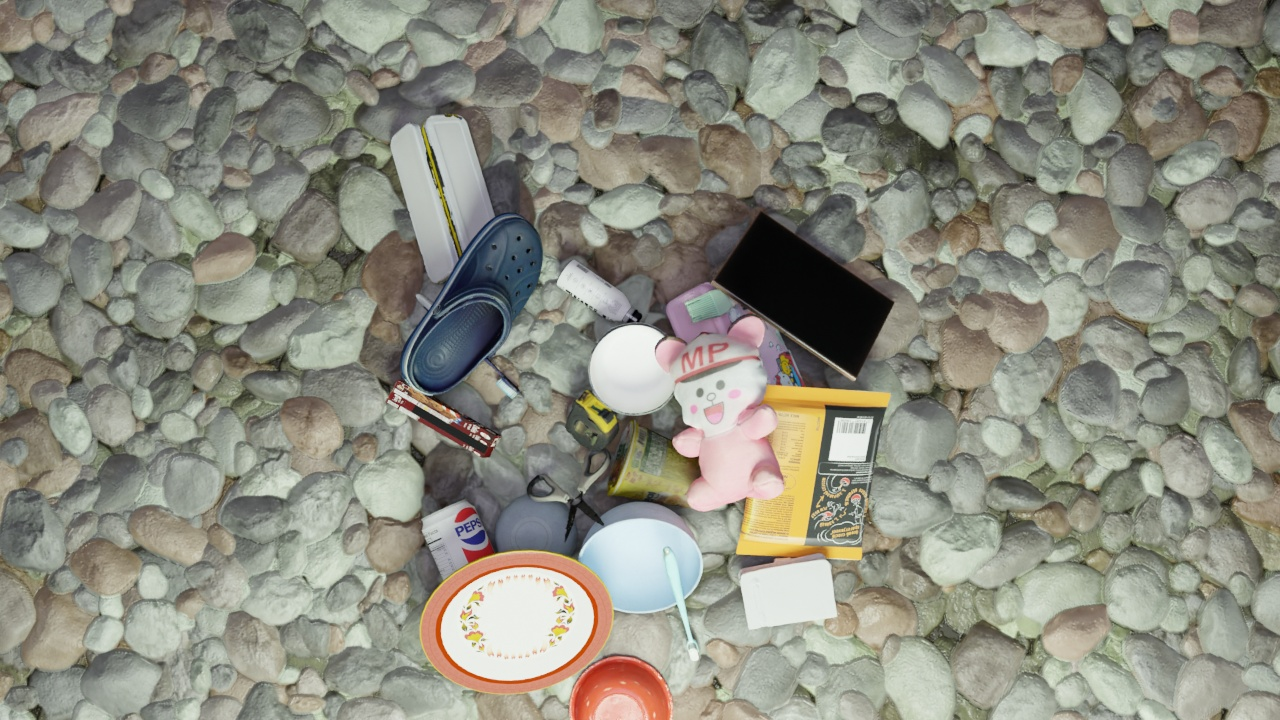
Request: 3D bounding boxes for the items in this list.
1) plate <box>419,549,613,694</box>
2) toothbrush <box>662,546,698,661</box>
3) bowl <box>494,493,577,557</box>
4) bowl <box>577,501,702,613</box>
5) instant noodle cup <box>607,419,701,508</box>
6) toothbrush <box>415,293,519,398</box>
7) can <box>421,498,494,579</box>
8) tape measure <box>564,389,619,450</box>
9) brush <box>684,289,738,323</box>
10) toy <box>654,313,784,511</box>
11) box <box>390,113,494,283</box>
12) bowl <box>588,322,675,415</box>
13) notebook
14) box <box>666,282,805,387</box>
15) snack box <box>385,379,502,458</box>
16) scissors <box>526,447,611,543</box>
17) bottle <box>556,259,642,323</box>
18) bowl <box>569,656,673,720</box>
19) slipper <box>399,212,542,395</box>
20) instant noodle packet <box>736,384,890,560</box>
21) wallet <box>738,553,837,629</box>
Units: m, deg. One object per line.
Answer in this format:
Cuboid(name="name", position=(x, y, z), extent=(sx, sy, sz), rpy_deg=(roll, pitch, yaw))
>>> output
Cuboid(name="plate", position=(-0.147, 0.312, 1.101), extent=(0.229, 0.021, 0.230), rpy_deg=(-5, 120, -9))
Cuboid(name="toothbrush", position=(0.049, 0.293, 1.103), extent=(0.016, 0.016, 0.181), rpy_deg=(-12, 118, 4))
Cuboid(name="bowl", position=(-0.134, 0.221, 1.151), extent=(0.106, 0.039, 0.106), rpy_deg=(0, 85, 2))
Cuboid(name="bowl", position=(-0.001, 0.227, 1.117), extent=(0.150, 0.074, 0.151), rpy_deg=(0, 121, 0))
Cuboid(name="instant noodle cup", position=(0.023, 0.135, 1.131), extent=(0.108, 0.102, 0.102), rpy_deg=(19, 86, -7))
Cuboid(name="toothbrush", position=(-0.226, -0.020, 1.187), extent=(0.189, 0.016, 0.017), rpy_deg=(44, 98, 4))
Cuboid(name="can", position=(-0.217, 0.245, 1.136), extent=(0.070, 0.070, 0.132), rpy_deg=(-25, 85, -1))
Cuboid(name="tape measure", position=(-0.061, 0.082, 1.148), extent=(0.062, 0.067, 0.038), rpy_deg=(37, 45, 10))
Cuboid(name="brush", position=(0.150, -0.090, 1.141), extent=(0.217, 0.012, 0.033), rpy_deg=(-20, 84, -25))
Cuboid(name="toy", position=(0.098, 0.062, 1.066), extent=(0.142, 0.084, 0.213), rpy_deg=(-18, 83, 33))
Cuboid(name="box", position=(-0.254, -0.210, 1.202), extent=(0.083, 0.080, 0.210), rpy_deg=(-13, 84, -40))
Cuboid(name="bowl", position=(-0.007, 0.007, 1.144), extent=(0.116, 0.065, 0.116), rpy_deg=(0, 99, 1))
Cuboid(name="notebook", position=(0.205, -0.083, 1.141), extent=(0.209, 0.008, 0.141), rpy_deg=(34, 58, 1))
Cuboid(name="box", position=(0.127, -0.006, 1.165), extent=(0.101, 0.102, 0.201), rpy_deg=(-28, 84, 39))
Cuboid(name="snack box", position=(-0.248, 0.074, 1.161), extent=(0.141, 0.051, 0.031), rpy_deg=(29, 86, 4))
Cuboid(name="scissors", position=(-0.081, 0.159, 1.119), extent=(0.168, 0.158, 0.012), rpy_deg=(-51, 126, -39))
Cuboid(name="bottle", position=(-0.050, -0.081, 1.174), extent=(0.116, 0.041, 0.041), rpy_deg=(35, 87, 4))
Cuboid(name="bowl", position=(-0.025, 0.434, 1.127), extent=(0.130, 0.045, 0.130), rpy_deg=(0, 85, 2))
Cuboid(name="slipper", position=(-0.194, -0.061, 1.128), extent=(0.105, 0.095, 0.252), rpy_deg=(39, 82, -34))
Cuboid(name="instant noodle packet", position=(0.208, 0.140, 1.119), extent=(0.160, 0.032, 0.221), rpy_deg=(4, 105, -6))
Cuboid(name="wallet", position=(0.182, 0.287, 1.141), extent=(0.116, 0.032, 0.086), rpy_deg=(-7, 100, 0))
